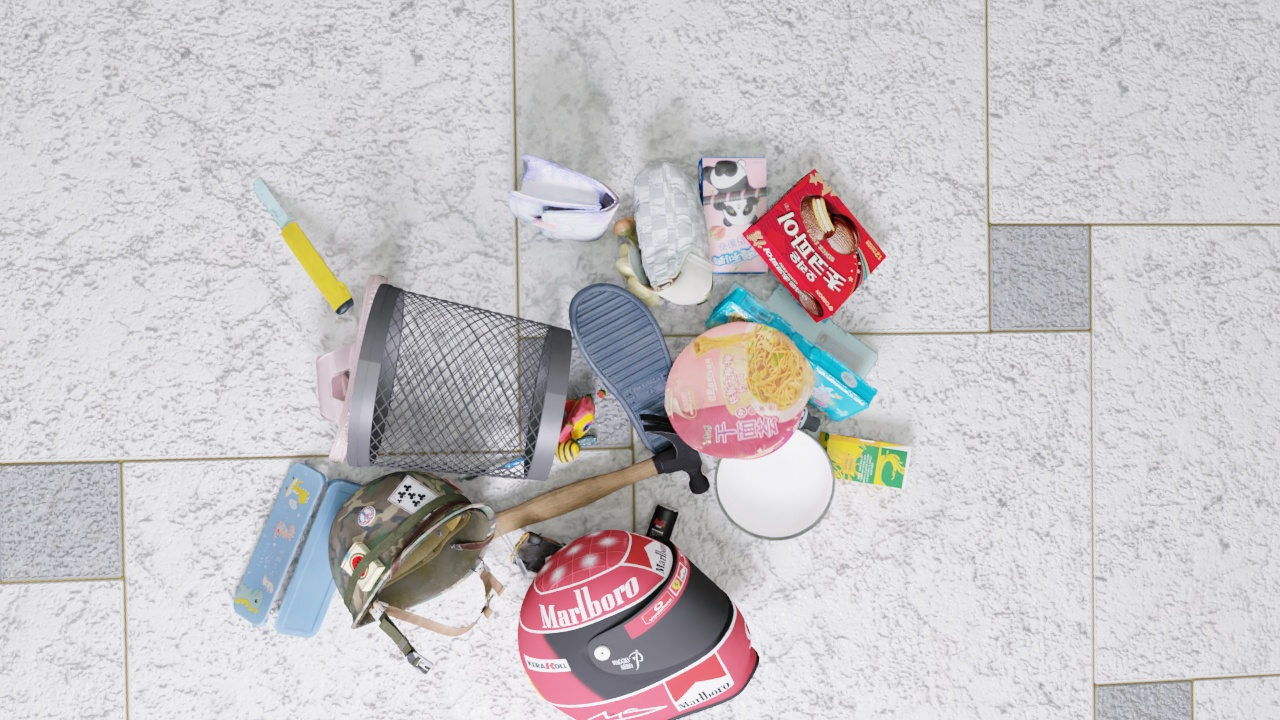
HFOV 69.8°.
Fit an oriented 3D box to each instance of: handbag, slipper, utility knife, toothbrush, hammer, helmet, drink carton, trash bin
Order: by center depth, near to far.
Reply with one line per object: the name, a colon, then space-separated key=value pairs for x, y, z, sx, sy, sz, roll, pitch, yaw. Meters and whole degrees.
helmet: x=-0.262 y=0.242 z=1.096 sx=0.225 sy=0.192 sz=0.236 roll=-35 pitch=75 yaw=28
trash bin: x=-0.212 y=0.036 z=1.101 sx=0.227 sy=0.218 sz=0.217 roll=10 pitch=89 yaw=-10
helmet: x=-0.020 y=0.317 z=1.119 sx=0.271 sy=0.197 sz=0.225 roll=-22 pitch=107 yaw=11
handbag: x=-0.096 y=-0.192 z=1.134 sx=0.126 sy=0.159 sz=0.069 roll=19 pitch=85 yaw=-6
utility knife: x=-0.422 y=-0.145 z=1.140 sx=0.030 sy=0.019 sz=0.227 roll=-39 pitch=77 yaw=0
slipper: x=-0.367 y=0.006 z=1.143 sx=0.064 sy=0.094 sz=0.239 roll=12 pitch=84 yaw=-10
handbag: x=0.025 y=-0.158 z=1.173 sx=0.124 sy=0.112 sz=0.171 roll=-11 pitch=78 yaw=28
hammer: x=-0.070 y=0.165 z=1.185 sx=0.305 sy=0.040 sz=0.132 roll=-21 pitch=122 yaw=1
slipper: x=-0.007 y=0.007 z=1.190 sx=0.101 sy=0.082 sz=0.264 roll=-30 pitch=113 yaw=-1
toothbrush: x=-0.147 y=0.129 z=1.203 sx=0.189 sy=0.017 sz=0.016 roll=-17 pitch=93 yaw=-6
drink carton: x=0.296 y=0.134 z=1.236 sx=0.122 sy=0.041 sz=0.058 roll=9 pitch=90 yaw=-6

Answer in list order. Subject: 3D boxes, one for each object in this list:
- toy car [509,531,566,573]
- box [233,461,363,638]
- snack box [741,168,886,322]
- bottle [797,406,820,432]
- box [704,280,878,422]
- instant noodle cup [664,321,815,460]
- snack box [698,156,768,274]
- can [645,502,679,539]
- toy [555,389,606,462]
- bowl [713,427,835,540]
toy car: x=-0.130 y=0.249 z=1.186 sx=0.112 sy=0.047 sz=0.047 roll=33 pitch=83 yaw=-45
box: x=-0.430 y=0.242 z=1.161 sx=0.122 sy=0.047 sz=0.209 roll=22 pitch=87 yaw=-7
snack box: x=0.229 y=-0.151 z=1.202 sx=0.152 sy=0.036 sz=0.132 roll=49 pitch=64 yaw=-6
bottle: x=0.186 y=0.066 z=1.221 sx=0.112 sy=0.047 sz=0.047 roll=23 pitch=88 yaw=-6
box: x=0.214 y=-0.034 z=1.211 sx=0.227 sy=0.097 sz=0.116 roll=36 pitch=65 yaw=-4
instant noodle cup: x=0.127 y=0.048 z=1.141 sx=0.179 sy=0.078 sz=0.178 roll=-9 pitch=64 yaw=18
snack box: x=0.123 y=-0.191 z=1.218 sx=0.088 sy=0.033 sz=0.154 roll=-1 pitch=91 yaw=-6
can: x=0.024 y=0.231 z=1.214 sx=0.031 sy=0.031 sz=0.080 roll=20 pitch=89 yaw=-6
toy: x=-0.085 y=0.082 z=1.176 sx=0.046 sy=0.084 sz=0.103 roll=36 pitch=58 yaw=-26
bowl: x=0.173 y=0.153 z=1.201 sx=0.153 sy=0.073 sz=0.153 roll=0 pitch=94 yaw=5
